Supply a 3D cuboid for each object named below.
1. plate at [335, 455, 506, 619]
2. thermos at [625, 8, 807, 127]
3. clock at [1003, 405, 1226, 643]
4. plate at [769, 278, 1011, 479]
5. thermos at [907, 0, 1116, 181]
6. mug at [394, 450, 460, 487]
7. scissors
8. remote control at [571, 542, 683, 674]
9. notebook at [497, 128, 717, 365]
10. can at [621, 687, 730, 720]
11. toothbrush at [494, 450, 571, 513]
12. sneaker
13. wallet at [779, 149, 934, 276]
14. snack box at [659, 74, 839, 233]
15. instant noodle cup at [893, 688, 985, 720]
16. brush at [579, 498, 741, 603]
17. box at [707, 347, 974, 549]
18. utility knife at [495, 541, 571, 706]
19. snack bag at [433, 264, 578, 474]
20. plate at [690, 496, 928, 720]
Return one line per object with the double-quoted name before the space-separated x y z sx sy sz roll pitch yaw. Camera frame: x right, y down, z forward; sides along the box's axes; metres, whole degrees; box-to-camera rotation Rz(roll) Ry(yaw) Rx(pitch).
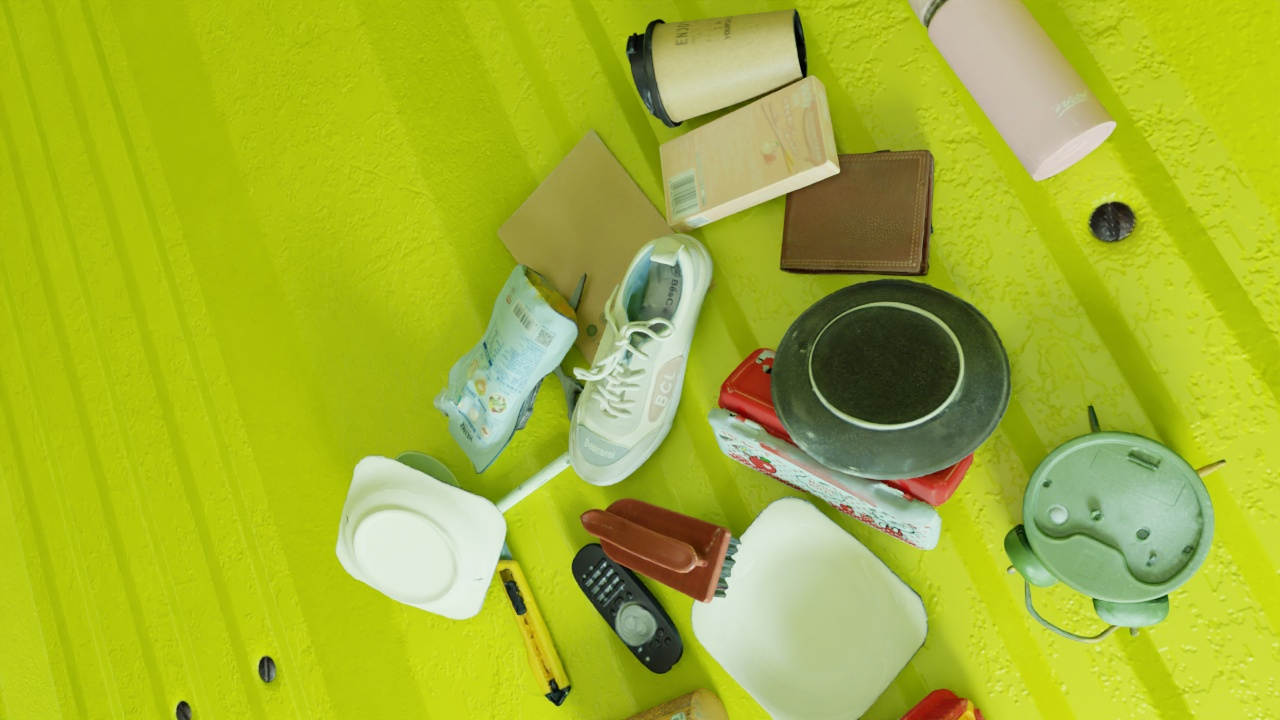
"plate" -0.221 0.183 0.894 0.163 0.034 0.165 22 117 3
"thermos" 0.068 -0.257 0.792 0.143 0.093 0.093 -6 85 21
"clock" 0.328 0.123 0.649 0.116 0.056 0.161 27 100 27
"plate" 0.187 0.006 0.700 0.179 0.024 0.179 -8 58 13
"thermos" 0.279 -0.237 0.693 0.087 0.067 0.198 -25 72 -7
"mug" -0.251 0.163 0.951 0.078 0.078 0.123 49 114 21
"scissors" -0.084 0.000 0.894 0.159 0.014 0.181 43 112 24
"remote control" -0.011 0.225 0.844 0.136 0.024 0.053 47 107 21
"notebook" -0.039 -0.100 0.883 0.148 0.008 0.207 -44 69 19
"can" 0.008 0.340 0.810 0.146 0.058 0.058 -31 74 24
"toothbrush" -0.134 0.144 0.918 0.190 0.029 0.020 -37 30 20
"sneaker" -0.005 0.005 0.803 0.089 0.090 0.242 23 101 13
"wallet" 0.177 -0.121 0.757 0.125 0.032 0.101 4 86 28
"snack box" 0.090 -0.174 0.791 0.158 0.026 0.084 -17 69 32
"instant noodle cup" 0.197 0.322 0.686 0.124 0.116 0.116 -30 74 35
"brush" 0.012 0.156 0.792 0.146 0.069 0.063 12 82 46
"box" 0.156 0.079 0.747 0.201 0.095 0.101 25 137 27
"utility knife" -0.121 0.232 0.898 0.033 0.015 0.223 -29 80 21
"snack bag" -0.136 0.009 0.900 0.110 0.038 0.191 44 112 23
"plate" 0.137 0.212 0.760 0.164 0.034 0.164 42 106 23
